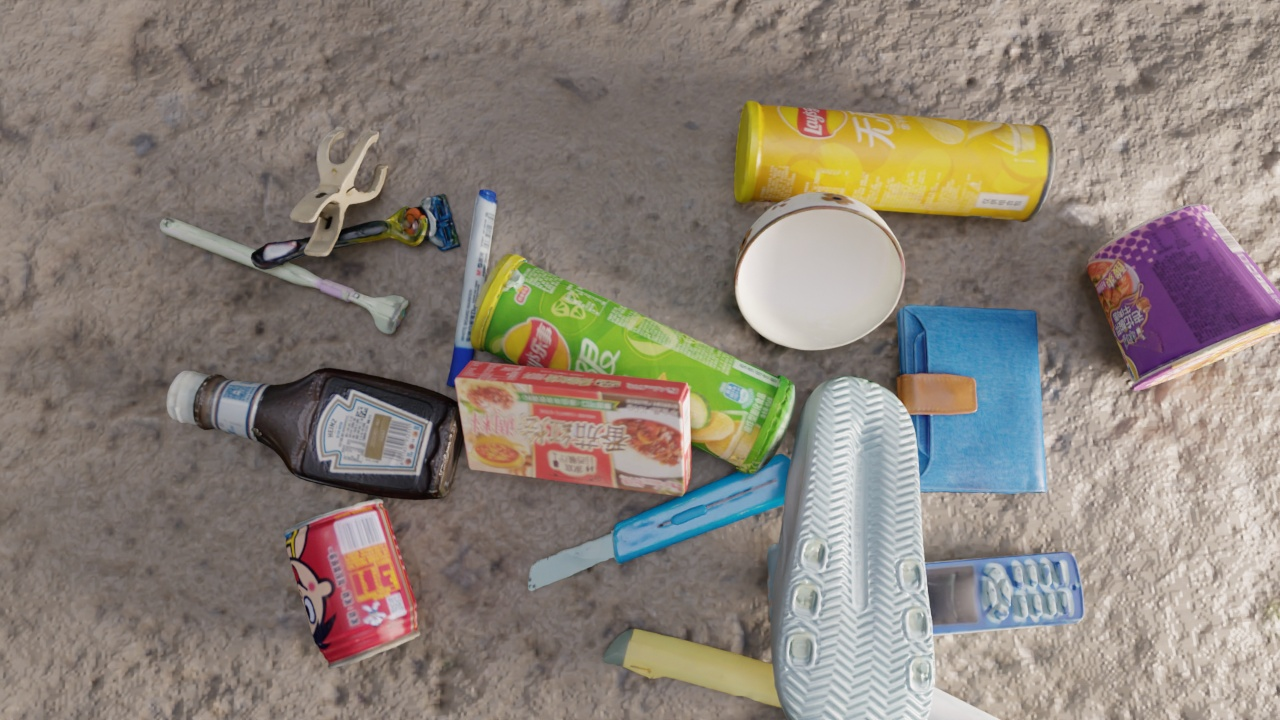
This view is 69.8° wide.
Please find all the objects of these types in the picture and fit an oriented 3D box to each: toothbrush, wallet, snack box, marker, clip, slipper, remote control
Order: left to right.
[{"bbox_3d":[-0.258,-0.064,0.657,0.189,0.020,0.029,21,74,3],"label":"toothbrush"},{"bbox_3d":[-0.209,-0.112,0.647,0.035,0.081,0.104,7,65,6],"label":"clip"},{"bbox_3d":[-0.120,-0.052,0.659,0.017,0.017,0.145,7,80,-1],"label":"marker"},{"bbox_3d":[-0.043,0.044,0.601,0.153,0.025,0.075,6,121,14],"label":"snack box"},{"bbox_3d":[0.130,0.131,0.601,0.104,0.074,0.245,10,72,-13],"label":"slipper"},{"bbox_3d":[0.204,0.236,0.612,0.221,0.027,0.026,26,55,3],"label":"toothbrush"},{"bbox_3d":[0.232,0.027,0.646,0.106,0.040,0.133,2,79,-6],"label":"wallet"},{"bbox_3d":[0.237,0.159,0.628,0.125,0.024,0.049,-3,80,-3],"label":"remote control"}]

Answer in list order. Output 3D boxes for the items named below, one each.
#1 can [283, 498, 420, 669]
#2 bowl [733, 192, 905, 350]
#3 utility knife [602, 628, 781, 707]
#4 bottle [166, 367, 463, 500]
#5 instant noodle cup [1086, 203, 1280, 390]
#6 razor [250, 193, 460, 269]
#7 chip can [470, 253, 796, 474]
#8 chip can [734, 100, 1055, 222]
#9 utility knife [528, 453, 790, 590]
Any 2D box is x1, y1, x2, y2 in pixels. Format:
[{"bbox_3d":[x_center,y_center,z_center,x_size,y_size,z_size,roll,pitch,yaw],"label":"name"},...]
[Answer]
[{"bbox_3d":[-0.186,0.145,0.597,0.066,0.066,0.093,-20,82,-5],"label":"can"},{"bbox_3d":[0.121,-0.070,0.636,0.113,0.114,0.062,7,38,0],"label":"bowl"},{"bbox_3d":[0.071,0.214,0.612,0.195,0.020,0.031,12,73,11],"label":"utility knife"},{"bbox_3d":[-0.221,0.043,0.626,0.195,0.044,0.079,11,80,1],"label":"bottle"},{"bbox_3d":[0.370,-0.045,0.631,0.111,0.112,0.099,-21,72,-5],"label":"instant noodle cup"},{"bbox_3d":[-0.203,-0.088,0.650,0.142,0.022,0.042,-14,78,-13],"label":"razor"},{"bbox_3d":[-0.004,0.004,0.624,0.221,0.072,0.072,24,80,3],"label":"chip can"},{"bbox_3d":[0.176,-0.141,0.654,0.213,0.072,0.072,4,80,-1],"label":"chip can"},{"bbox_3d":[0.018,0.114,0.633,0.206,0.018,0.034,-21,82,-5],"label":"utility knife"}]
